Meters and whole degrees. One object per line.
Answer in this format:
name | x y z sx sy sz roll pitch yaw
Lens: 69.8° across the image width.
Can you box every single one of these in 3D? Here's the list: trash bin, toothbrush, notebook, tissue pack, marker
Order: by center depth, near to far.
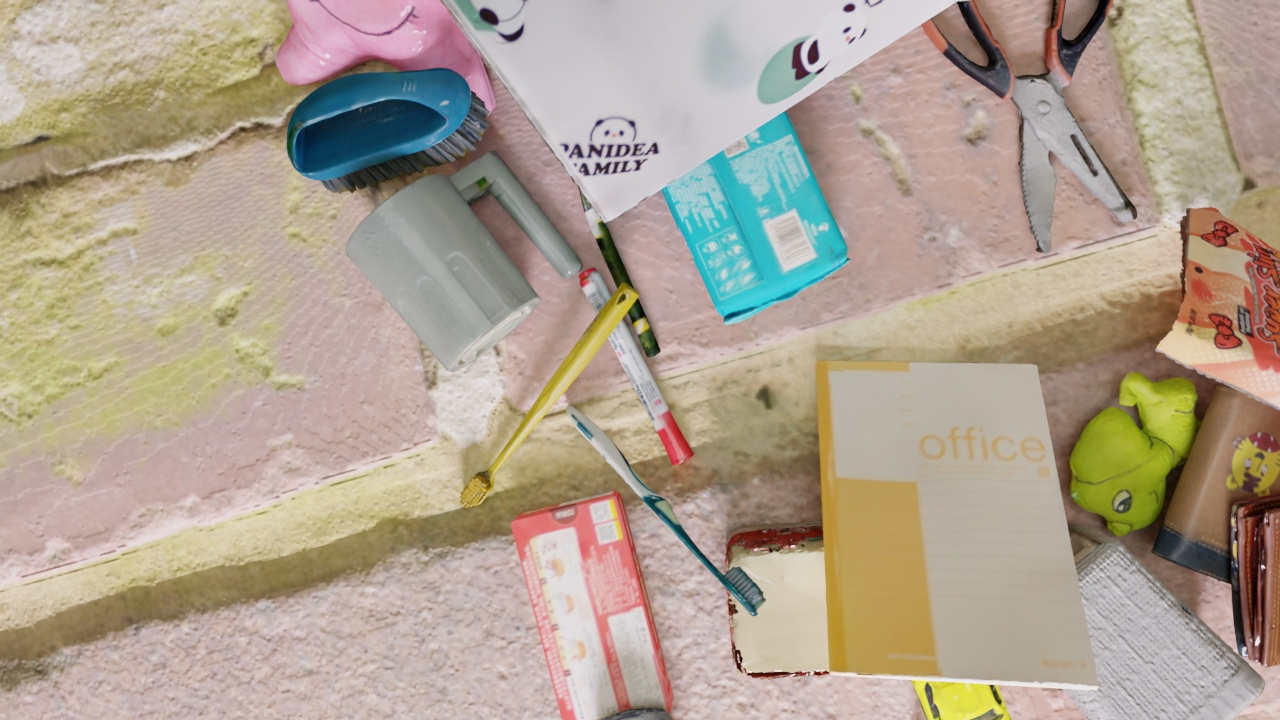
trash bin | 0.027 -0.223 0.504 0.252 0.229 0.229 -36 88 4
notebook | 0.183 0.089 0.556 0.146 0.010 0.205 1 58 5
toothbrush | 0.012 0.089 0.588 0.018 0.016 0.191 -43 61 -5
tissue pack | 0.069 -0.100 0.596 0.093 0.050 0.133 -24 89 7
toothbrush | -0.064 0.026 0.618 0.015 0.016 0.190 39 101 6
marker | -0.004 0.004 0.623 0.017 0.017 0.145 -27 89 5
toothbrush | -0.030 -0.087 0.625 0.017 0.012 0.186 -24 89 11

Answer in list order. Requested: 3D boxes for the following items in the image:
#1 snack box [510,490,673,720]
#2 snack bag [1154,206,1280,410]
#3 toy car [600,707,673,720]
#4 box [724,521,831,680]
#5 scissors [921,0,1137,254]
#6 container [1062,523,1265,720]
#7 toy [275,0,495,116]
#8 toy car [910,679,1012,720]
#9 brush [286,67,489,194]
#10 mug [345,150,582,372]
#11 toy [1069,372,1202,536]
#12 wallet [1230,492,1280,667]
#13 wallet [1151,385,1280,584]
snack box | -0.032 0.171 0.625 0.075 0.025 0.153 -15 90 6
snack bag | 0.413 -0.004 0.551 0.208 0.073 0.128 30 58 1
toy car | 0.006 0.285 0.609 0.054 0.036 0.121 -12 109 3
box | 0.139 0.148 0.582 0.168 0.078 0.091 -5 92 5
scissors | 0.254 -0.187 0.594 0.189 0.015 0.226 21 93 4
container | 0.289 0.171 0.566 0.090 0.090 0.114 -42 84 4
toy | -0.172 -0.258 0.597 0.194 0.074 0.179 15 113 2
toy car | 0.191 0.201 0.542 0.048 0.032 0.105 -23 105 5
brush | -0.172 -0.153 0.590 0.144 0.073 0.055 -10 70 25
mug | -0.112 -0.067 0.606 0.123 0.084 0.103 -39 89 -20
toy | 0.316 0.058 0.587 0.100 0.031 0.096 -23 94 0
wallet | 0.416 0.125 0.557 0.124 0.032 0.101 -9 102 -15
wallet | 0.375 0.081 0.573 0.090 0.033 0.115 19 91 -17
